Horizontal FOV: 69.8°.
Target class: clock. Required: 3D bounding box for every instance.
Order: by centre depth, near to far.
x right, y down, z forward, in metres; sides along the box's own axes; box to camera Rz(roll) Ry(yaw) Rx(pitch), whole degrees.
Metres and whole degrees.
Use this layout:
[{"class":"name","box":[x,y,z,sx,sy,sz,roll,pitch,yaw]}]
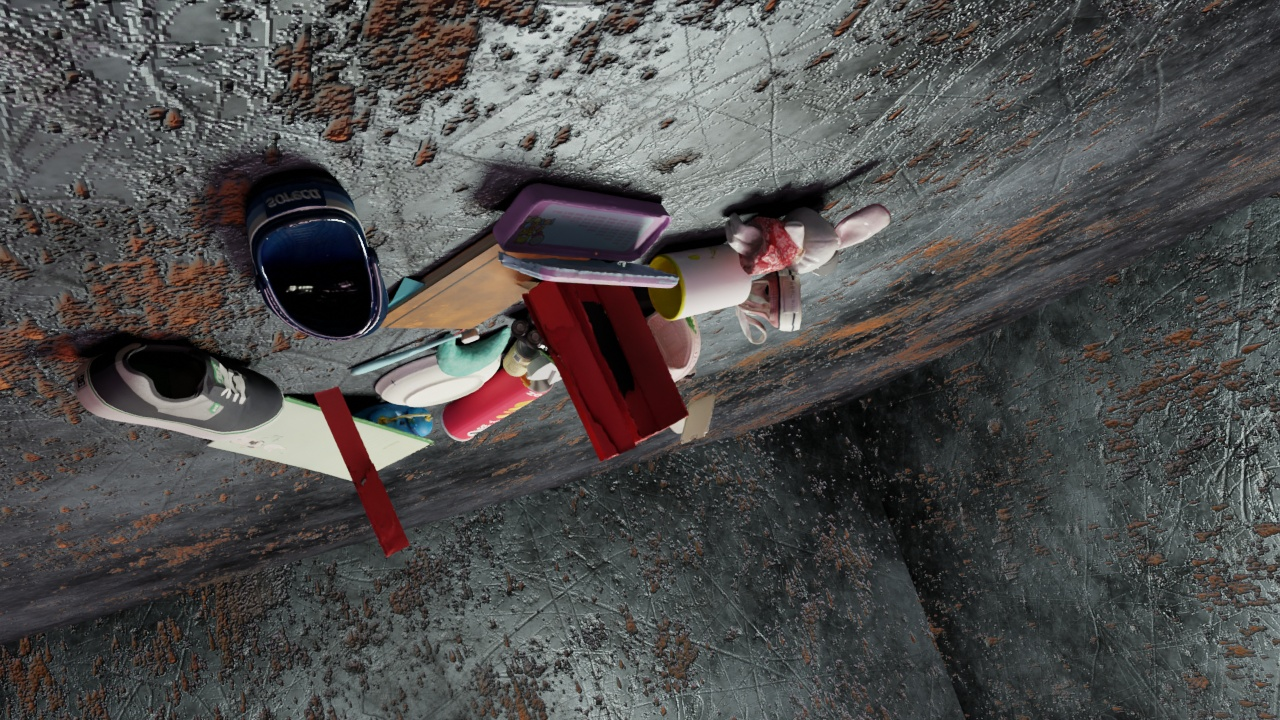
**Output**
[{"class":"clock","box":[-0.389,0.104,1.407,0.162,0.060,0.116,-28,161,38]}]

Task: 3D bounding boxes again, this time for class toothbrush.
[{"class":"toothbrush","box":[-0.285,-0.010,1.152,0.181,0.016,0.016,-17,153,11]}]

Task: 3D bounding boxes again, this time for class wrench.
[{"class":"wrench","box":[-0.040,-0.016,1.339,0.272,0.018,0.087,-16,160,-26]}]

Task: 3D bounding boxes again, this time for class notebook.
[{"class":"notebook","box":[-0.175,-0.084,1.001,0.250,0.014,0.178,-26,167,31]},{"class":"notebook","box":[-0.452,0.117,1.315,0.182,0.010,0.252,-26,148,28]}]

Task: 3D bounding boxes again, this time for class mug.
[{"class":"mug","box":[0.074,-0.100,1.152,0.106,0.082,0.083,-14,167,-28]}]

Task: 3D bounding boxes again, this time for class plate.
[{"class":"plate","box":[-0.283,0.030,1.307,0.182,0.034,0.182,-18,168,-4]}]

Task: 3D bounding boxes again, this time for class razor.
[{"class":"razor","box":[-0.113,-0.013,1.212,0.054,0.067,0.151,-27,132,12]}]

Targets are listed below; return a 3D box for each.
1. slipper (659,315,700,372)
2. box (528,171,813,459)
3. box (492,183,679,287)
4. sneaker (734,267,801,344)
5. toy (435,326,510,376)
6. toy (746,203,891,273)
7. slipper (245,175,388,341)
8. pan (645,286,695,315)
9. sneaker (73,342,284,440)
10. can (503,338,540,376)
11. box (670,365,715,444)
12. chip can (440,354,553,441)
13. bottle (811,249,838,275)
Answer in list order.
[{"class":"slipper","box":[-0.008,0.007,1.268,0.064,0.094,0.240,-16,164,-44]},{"class":"box","box":[0.036,-0.042,0.988,0.152,0.213,0.326,-22,175,-45]},{"class":"box","box":[-0.049,-0.112,0.907,0.077,0.096,0.213,-13,174,37]},{"class":"sneaker","box":[0.167,-0.081,1.228,0.088,0.118,0.241,-3,-176,7]},{"class":"toy","box":[-0.224,-0.012,1.210,0.105,0.033,0.085,-13,148,-39]},{"class":"toy","box":[0.187,-0.148,1.117,0.194,0.084,0.159,-5,172,-27]},{"class":"slipper","box":[-0.270,-0.062,0.774,0.105,0.095,0.253,-19,165,-14]},{"class":"pan","box":[0.048,-0.083,1.313,0.357,0.034,0.225,-20,168,10]},{"class":"sneaker","box":[-0.442,0.028,0.940,0.079,0.084,0.235,-23,164,19]},{"class":"can","box":[-0.169,-0.006,1.307,0.038,0.038,0.080,-13,167,-25]},{"class":"box","box":[0.053,0.041,1.489,0.068,0.191,0.144,-11,173,-38]},{"class":"chip can","box":[-0.226,0.059,1.437,0.069,0.069,0.221,-6,162,-47]},{"class":"bottle","box":[0.259,-0.148,1.307,0.047,0.047,0.112,-21,169,8]}]
